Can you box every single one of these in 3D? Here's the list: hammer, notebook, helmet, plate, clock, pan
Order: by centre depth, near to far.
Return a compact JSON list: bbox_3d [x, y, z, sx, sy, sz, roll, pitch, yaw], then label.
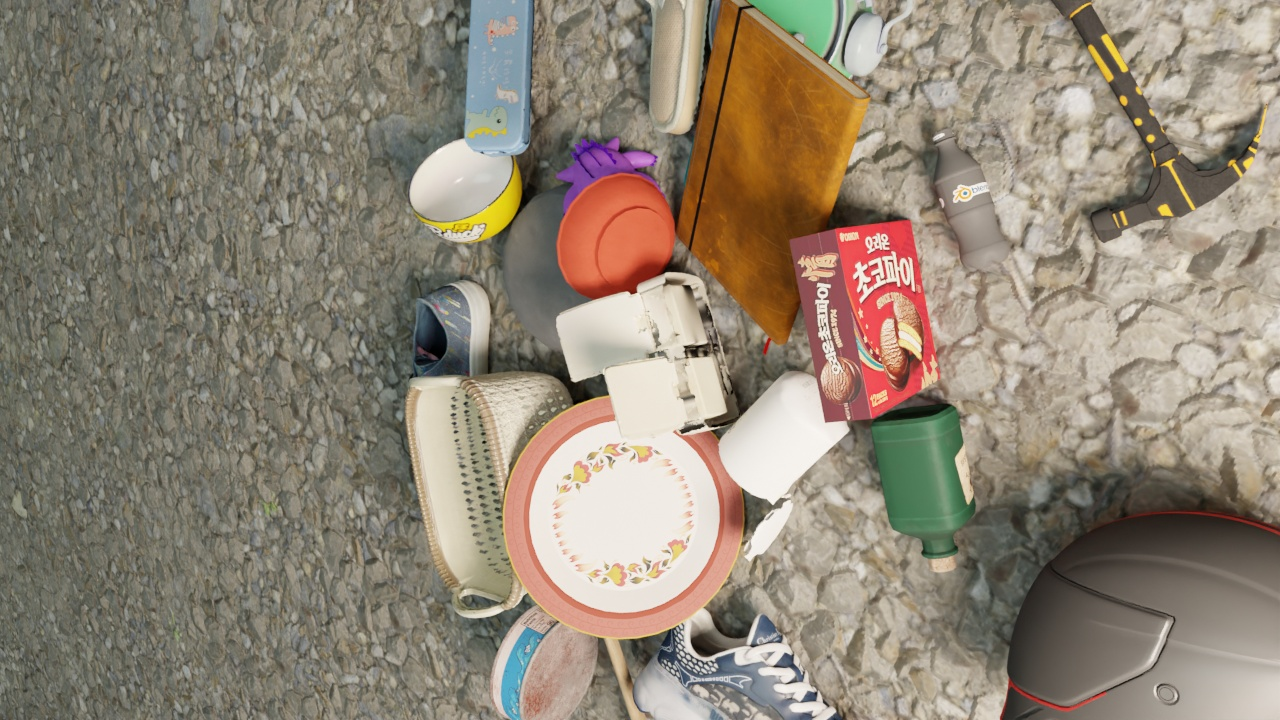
[{"bbox_3d":[0.363,0.185,0.605,0.265,0.164,0.170,-8,83,47],"label":"helmet"},{"bbox_3d":[0.308,-0.246,0.637,0.124,0.036,0.320,-30,84,35],"label":"hammer"},{"bbox_3d":[0.134,-0.272,0.725,0.162,0.075,0.122,-5,97,39],"label":"clock"},{"bbox_3d":[0.090,-0.147,0.751,0.178,0.014,0.250,52,148,33],"label":"notebook"},{"bbox_3d":[-0.016,0.147,0.874,0.229,0.021,0.229,0,88,-8],"label":"plate"},{"bbox_3d":[-0.040,-0.009,0.928,0.179,0.041,0.357,-27,83,36],"label":"pan"},{"bbox_3d":[-0.003,0.364,0.959,0.031,0.119,0.331,-18,100,8],"label":"hammer"}]

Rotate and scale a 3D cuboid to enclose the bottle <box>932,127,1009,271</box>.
[{"bbox_3d":[0.248,-0.124,0.701,0.036,0.036,0.110,-20,88,37],"label":"bottle"}]

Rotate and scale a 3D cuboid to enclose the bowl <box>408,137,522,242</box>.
[{"bbox_3d":[-0.176,-0.170,0.964,0.117,0.068,0.117,-8,58,12],"label":"bowl"}]

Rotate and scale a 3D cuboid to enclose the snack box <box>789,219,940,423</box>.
[{"bbox_3d":[0.175,-0.035,0.700,0.036,0.151,0.132,-9,94,36],"label":"snack box"}]

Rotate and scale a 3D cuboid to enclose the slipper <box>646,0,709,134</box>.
[{"bbox_3d":[0.017,-0.330,0.792,0.115,0.052,0.263,-145,52,-64],"label":"slipper"}]

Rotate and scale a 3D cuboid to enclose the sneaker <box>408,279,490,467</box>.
[{"bbox_3d":[-0.225,0.027,1.045,0.087,0.079,0.236,21,111,31],"label":"sneaker"}]

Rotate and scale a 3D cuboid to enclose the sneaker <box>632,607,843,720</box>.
[{"bbox_3d":[0.117,0.307,0.856,0.270,0.103,0.132,18,103,35],"label":"sneaker"}]

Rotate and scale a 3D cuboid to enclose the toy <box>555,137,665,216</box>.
[{"bbox_3d":[-0.034,-0.173,0.871,0.106,0.056,0.088,-33,52,-4],"label":"toy"}]

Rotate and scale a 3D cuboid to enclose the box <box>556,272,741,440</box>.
[{"bbox_3d":[0.007,0.001,0.812,0.096,0.185,0.145,-22,80,45],"label":"box"}]

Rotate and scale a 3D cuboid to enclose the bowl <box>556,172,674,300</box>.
[{"bbox_3d":[-0.014,-0.106,0.835,0.035,0.121,0.122,37,121,49],"label":"bowl"}]

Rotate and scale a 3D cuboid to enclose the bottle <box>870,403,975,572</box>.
[{"bbox_3d":[0.233,0.106,0.744,0.061,0.061,0.131,-10,94,39],"label":"bottle"}]

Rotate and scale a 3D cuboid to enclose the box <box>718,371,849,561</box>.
[{"bbox_3d":[0.119,0.096,0.815,0.112,0.084,0.163,48,125,9],"label":"box"}]

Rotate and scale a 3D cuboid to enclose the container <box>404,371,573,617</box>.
[{"bbox_3d":[-0.148,0.125,0.957,0.185,0.142,0.246,-2,100,50],"label":"container"}]

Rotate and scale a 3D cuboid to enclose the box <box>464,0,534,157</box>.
[{"bbox_3d":[-0.140,-0.308,0.909,0.066,0.049,0.209,1,89,31],"label":"box"}]

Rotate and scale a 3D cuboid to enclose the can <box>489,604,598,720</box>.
[{"bbox_3d":[-0.102,0.330,0.989,0.044,0.129,0.130,14,107,33],"label":"can"}]
